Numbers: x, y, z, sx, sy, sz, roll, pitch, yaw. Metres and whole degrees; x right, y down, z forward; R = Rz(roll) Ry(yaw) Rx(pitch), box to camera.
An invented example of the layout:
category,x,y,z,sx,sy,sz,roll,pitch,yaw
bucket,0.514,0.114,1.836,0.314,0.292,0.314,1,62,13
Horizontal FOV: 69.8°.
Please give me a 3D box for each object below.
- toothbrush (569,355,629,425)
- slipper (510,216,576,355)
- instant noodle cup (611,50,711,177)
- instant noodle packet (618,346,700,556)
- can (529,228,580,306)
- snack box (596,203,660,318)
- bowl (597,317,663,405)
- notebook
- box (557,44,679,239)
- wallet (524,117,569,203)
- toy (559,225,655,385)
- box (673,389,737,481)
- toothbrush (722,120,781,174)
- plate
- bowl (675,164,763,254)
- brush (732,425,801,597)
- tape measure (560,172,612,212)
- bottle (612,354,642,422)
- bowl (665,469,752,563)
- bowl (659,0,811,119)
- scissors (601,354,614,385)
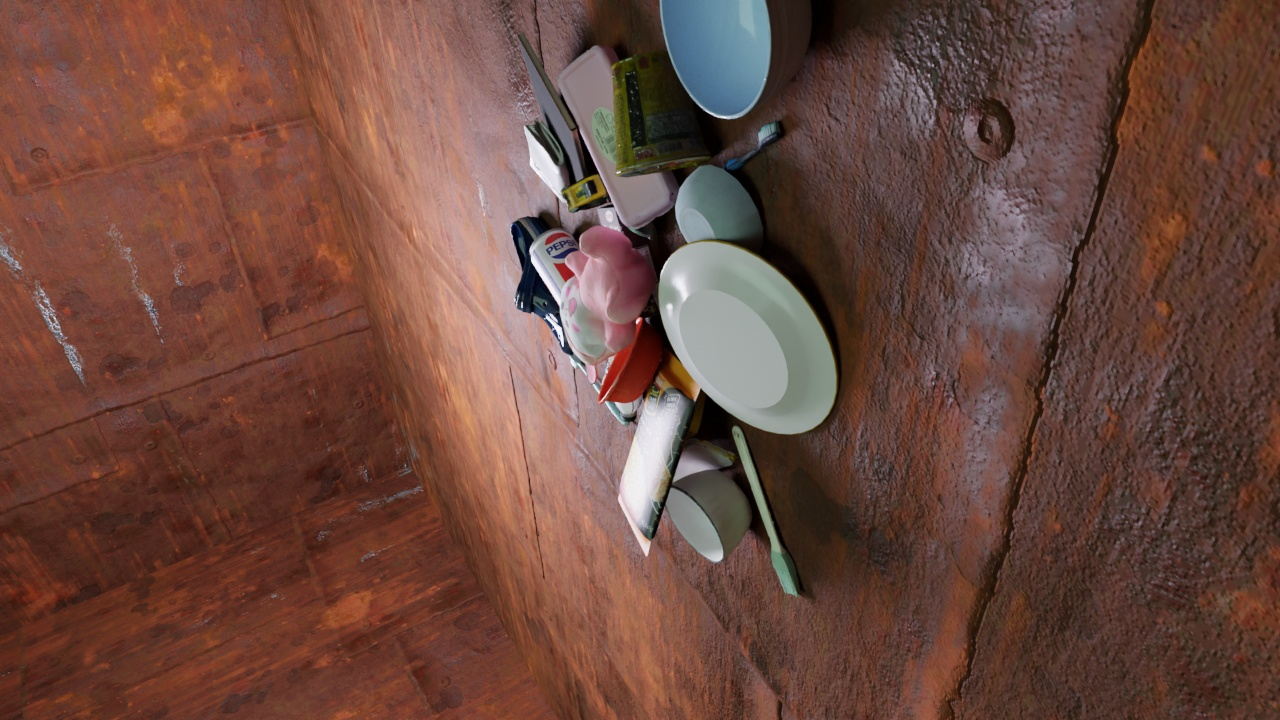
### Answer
category,x,y,z,sx,sy,sz,roll,pitch,yaw
toothbrush,-0.065,0.045,1.441,0.180,0.016,0.017,48,148,39
slipper,-0.150,-0.105,1.386,0.252,0.095,0.105,63,158,25
instant noodle cup,0.013,-0.244,0.915,0.102,0.102,0.108,4,105,65
instant noodle packet,0.019,0.107,1.139,0.160,0.032,0.221,-129,54,-68
can,-0.099,-0.118,1.295,0.132,0.070,0.070,57,155,24
snack box,-0.011,-0.126,1.142,0.051,0.031,0.141,15,124,62
bowl,-0.007,0.007,1.181,0.045,0.130,0.131,26,157,-8
notebook,-0.101,-0.289,1.132,0.141,0.008,0.209,62,176,14
box,-0.016,-0.244,1.043,0.101,0.103,0.201,-29,82,28
wallet,-0.119,-0.268,1.231,0.086,0.032,0.116,55,170,10
toy,-0.046,-0.067,1.121,0.142,0.084,0.214,69,156,19
box,0.061,0.103,1.210,0.211,0.080,0.083,144,143,-66
toothbrush,0.086,-0.191,0.892,0.189,0.016,0.017,159,98,-67
plate,0.099,-0.016,0.936,0.230,0.021,0.230,33,144,28
bowl,0.071,-0.138,0.916,0.106,0.039,0.106,43,154,26
brush,0.149,0.180,1.099,0.033,0.012,0.217,-11,100,67
tape measure,-0.051,-0.206,1.120,0.063,0.067,0.038,-20,91,38
bottle,-0.017,0.040,1.298,0.041,0.041,0.116,47,150,40
bowl,0.089,0.189,1.150,0.116,0.065,0.116,44,153,29
bowl,0.086,-0.277,0.736,0.150,0.074,0.151,47,150,38
scissors,-0.047,-0.007,1.354,0.169,0.012,0.157,-14,96,67
